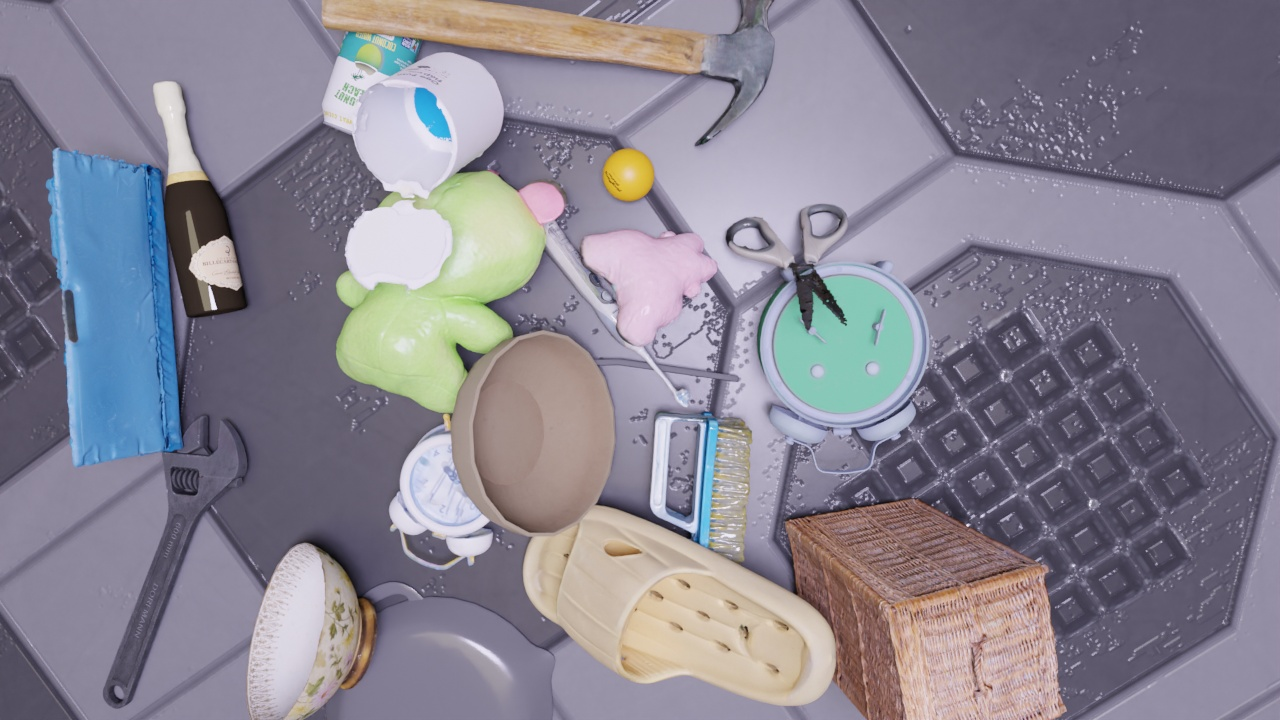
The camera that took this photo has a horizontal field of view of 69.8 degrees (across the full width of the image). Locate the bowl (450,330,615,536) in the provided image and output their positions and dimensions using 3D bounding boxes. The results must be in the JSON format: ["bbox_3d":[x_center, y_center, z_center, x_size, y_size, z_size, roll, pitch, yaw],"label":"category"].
[{"bbox_3d":[-0.087,0.055,0.693,0.051,0.152,0.152,-3,96,39],"label":"bowl"}]

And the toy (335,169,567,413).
[{"bbox_3d":[-0.157,-0.061,0.696,0.150,0.107,0.197,20,100,14],"label":"toy"}]

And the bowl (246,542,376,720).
[{"bbox_3d":[-0.255,0.220,0.729,0.063,0.145,0.145,20,97,-36],"label":"bowl"}]

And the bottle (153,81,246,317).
[{"bbox_3d":[-0.356,-0.128,0.729,0.045,0.045,0.184,-11,94,4],"label":"bottle"}]

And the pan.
[{"bbox_3d":[-0.145,0.351,0.769,0.216,0.024,0.354,-25,93,5],"label":"pan"}]

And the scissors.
[{"bbox_3d":[0.108,-0.071,0.666,0.150,0.164,0.013,12,135,31],"label":"scissors"}]

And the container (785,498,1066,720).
[{"bbox_3d":[0.192,0.179,0.648,0.112,0.198,0.114,-12,99,-8],"label":"container"}]

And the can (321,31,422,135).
[{"bbox_3d":[-0.206,-0.223,0.707,0.055,0.055,0.101,21,96,1],"label":"can"}]

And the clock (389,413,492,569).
[{"bbox_3d":[-0.151,0.108,0.736,0.089,0.052,0.125,21,99,0],"label":"clock"}]

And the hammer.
[{"bbox_3d":[-0.064,-0.240,0.682,0.330,0.033,0.132,5,99,-8],"label":"hammer"}]

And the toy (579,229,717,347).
[{"bbox_3d":[0.011,-0.067,0.709,0.095,0.053,0.099,-23,74,-14],"label":"toy"}]

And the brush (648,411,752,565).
[{"bbox_3d":[0.044,0.110,0.720,0.075,0.055,0.136,3,95,-2],"label":"brush"}]

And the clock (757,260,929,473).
[{"bbox_3d":[0.152,0.007,0.696,0.122,0.075,0.161,-3,95,4],"label":"clock"}]

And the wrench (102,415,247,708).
[{"bbox_3d":[-0.398,0.172,0.770,0.073,0.018,0.273,25,98,10],"label":"wrench"}]

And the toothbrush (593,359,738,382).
[{"bbox_3d":[-0.004,0.004,0.736,0.167,0.013,0.013,8,87,3],"label":"toothbrush"}]

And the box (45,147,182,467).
[{"bbox_3d":[-0.429,-0.037,0.702,0.094,0.112,0.231,-1,93,12],"label":"box"}]

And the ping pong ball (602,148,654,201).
[{"bbox_3d":[-0.009,-0.143,0.710,0.040,0.040,0.040,0,95,3],"label":"ping pong ball"}]

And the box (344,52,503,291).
[{"bbox_3d":[-0.149,-0.131,0.629,0.084,0.146,0.136,13,119,6],"label":"box"}]

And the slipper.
[{"bbox_3d":[0.013,0.185,0.678,0.262,0.079,0.111,15,102,24],"label":"slipper"}]

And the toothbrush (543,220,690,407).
[{"bbox_3d":[-0.022,-0.035,0.724,0.024,0.022,0.185,-40,86,34],"label":"toothbrush"}]
